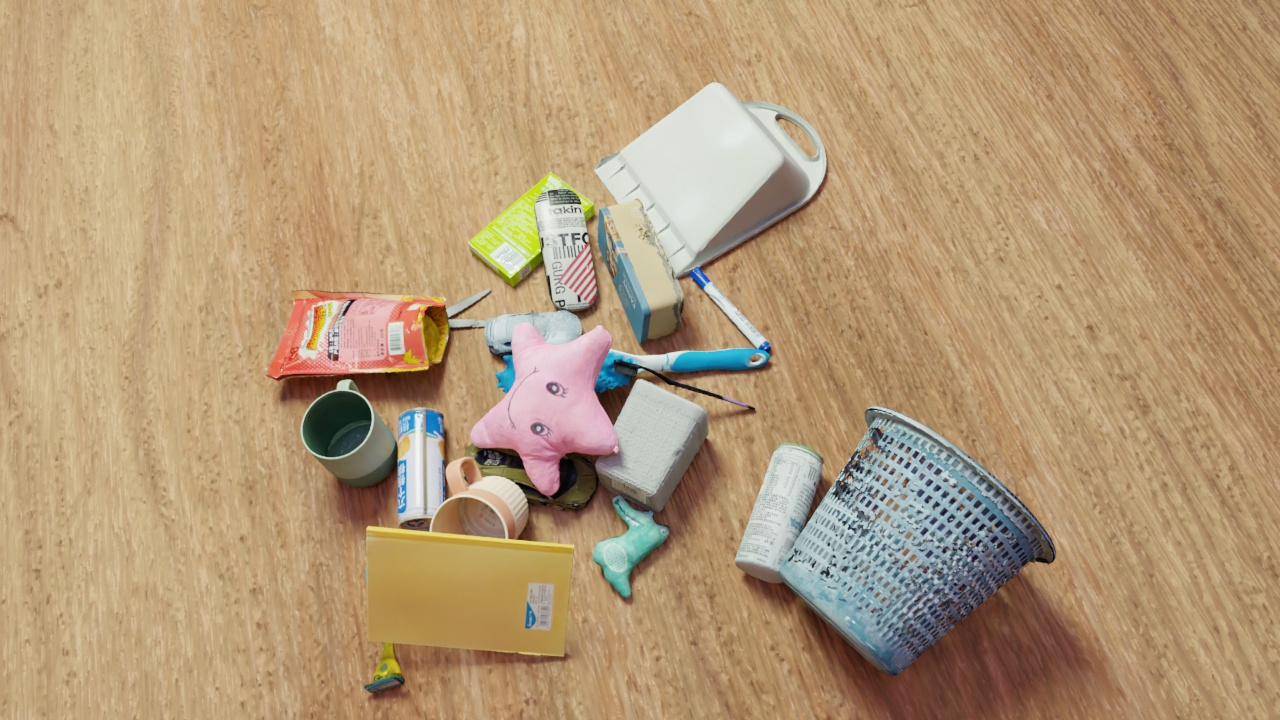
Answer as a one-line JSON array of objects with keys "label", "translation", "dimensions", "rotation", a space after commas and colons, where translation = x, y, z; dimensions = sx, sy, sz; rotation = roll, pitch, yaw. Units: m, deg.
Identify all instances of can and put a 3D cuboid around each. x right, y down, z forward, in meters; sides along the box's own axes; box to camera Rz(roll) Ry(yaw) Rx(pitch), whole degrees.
[{"label": "can", "translation": [0.153, 0.166, 1.003], "dimensions": [0.058, 0.058, 0.146], "rotation": [18, 65, 13]}, {"label": "can", "translation": [-0.252, 0.125, 1.054], "dimensions": [0.053, 0.053, 0.134], "rotation": [-7, 62, 0]}]

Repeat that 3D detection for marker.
[{"label": "marker", "translation": [0.112, -0.063, 1.147], "dimensions": [0.017, 0.017, 0.145], "rotation": [-34, 66, -13]}]

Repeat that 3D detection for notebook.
[{"label": "notebook", "translation": [-0.175, 0.239, 0.935], "dimensions": [0.206, 0.146, 0.010], "rotation": [5, 26, -3]}]

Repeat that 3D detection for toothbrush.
[{"label": "toothbrush", "translation": [0.052, 0.032, 1.056], "dimensions": [0.189, 0.014, 0.017], "rotation": [19, 90, -21]}]

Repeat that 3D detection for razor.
[{"label": "razor", "translation": [-0.280, 0.285, 0.987], "dimensions": [0.043, 0.028, 0.132], "rotation": [-24, 66, 17]}]

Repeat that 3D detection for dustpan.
[{"label": "dustpan", "translation": [0.115, -0.253, 1.250], "dimensions": [0.258, 0.142, 0.222], "rotation": [-41, 64, 16]}]

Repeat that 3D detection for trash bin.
[{"label": "trash bin", "translation": [0.252, 0.190, 0.912], "dimensions": [0.226, 0.226, 0.195], "rotation": [41, 84, 21]}]

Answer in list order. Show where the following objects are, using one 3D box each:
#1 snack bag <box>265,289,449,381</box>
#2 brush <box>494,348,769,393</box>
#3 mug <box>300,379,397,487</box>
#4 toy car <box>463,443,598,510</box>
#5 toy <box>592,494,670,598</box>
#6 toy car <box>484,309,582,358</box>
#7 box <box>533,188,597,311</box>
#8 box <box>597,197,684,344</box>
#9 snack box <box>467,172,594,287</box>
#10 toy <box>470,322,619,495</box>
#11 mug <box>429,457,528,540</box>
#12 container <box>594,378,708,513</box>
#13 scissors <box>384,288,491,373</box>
[{"label": "snack bag", "translation": [-0.347, -0.033, 1.126], "dimensions": [0.208, 0.073, 0.128], "rotation": [-1, 59, 9]}, {"label": "brush", "translation": [-0.006, 0.006, 1.087], "dimensions": [0.315, 0.109, 0.060], "rotation": [-1, 100, 9]}, {"label": "mug", "translation": [-0.330, 0.081, 1.053], "dimensions": [0.082, 0.106, 0.111], "rotation": [-10, 63, -1]}, {"label": "toy car", "translation": [-0.126, 0.127, 1.054], "dimensions": [0.158, 0.042, 0.070], "rotation": [10, 64, 6]}, {"label": "toy", "translation": [-0.013, 0.199, 1.012], "dimensions": [0.091, 0.030, 0.096], "rotation": [-36, 79, -18]}, {"label": "toy car", "translation": [-0.133, -0.034, 1.139], "dimensions": [0.120, 0.037, 0.054], "rotation": [-3, 62, 0]}, {"label": "box", "translation": [-0.095, -0.141, 1.166], "dimensions": [0.070, 0.056, 0.164], "rotation": [-9, 79, -28]}, {"label": "box", "translation": [0.001, -0.107, 1.137], "dimensions": [0.060, 0.090, 0.184], "rotation": [-14, 61, -11]}, {"label": "snack box", "translation": [-0.143, -0.176, 1.218], "dimensions": [0.086, 0.026, 0.156], "rotation": [38, 71, 20]}, {"label": "toy", "translation": [-0.089, 0.047, 1.005], "dimensions": [0.178, 0.074, 0.195], "rotation": [28, 97, 22]}, {"label": "mug", "translation": [-0.174, 0.158, 0.980], "dimensions": [0.082, 0.105, 0.114], "rotation": [-21, 93, 8]}, {"label": "container", "translation": [0.011, 0.100, 1.032], "dimensions": [0.090, 0.090, 0.114], "rotation": [24, 70, 16]}, {"label": "scissors", "translation": [-0.272, -0.045, 1.169], "dimensions": [0.159, 0.014, 0.177], "rotation": [28, 66, 15]}]
